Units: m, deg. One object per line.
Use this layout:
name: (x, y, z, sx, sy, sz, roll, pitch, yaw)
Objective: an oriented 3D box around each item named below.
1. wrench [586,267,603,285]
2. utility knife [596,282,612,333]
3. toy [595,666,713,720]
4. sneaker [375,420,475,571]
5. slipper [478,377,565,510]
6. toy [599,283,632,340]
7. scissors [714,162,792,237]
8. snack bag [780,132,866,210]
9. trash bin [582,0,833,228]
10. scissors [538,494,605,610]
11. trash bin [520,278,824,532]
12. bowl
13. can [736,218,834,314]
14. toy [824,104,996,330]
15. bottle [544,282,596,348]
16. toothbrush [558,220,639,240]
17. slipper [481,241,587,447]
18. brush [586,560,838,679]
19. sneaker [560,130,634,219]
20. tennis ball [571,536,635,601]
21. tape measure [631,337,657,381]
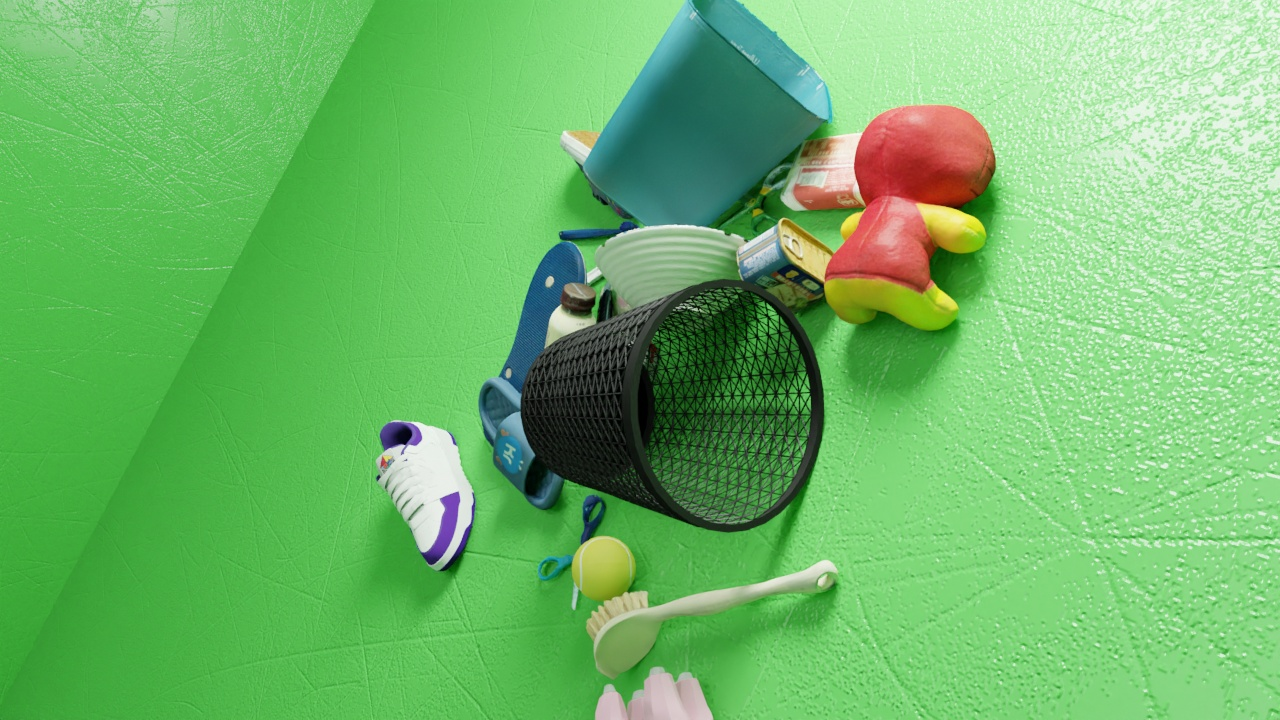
wrench: (-0.047, -0.122, 1.216, 0.274, 0.009, 0.047, -30, 46, 34)
utility knife: (-0.046, -0.011, 1.094, 0.029, 0.020, 0.174, -2, 82, 60)
toy: (0.009, 0.356, 0.791, 0.124, 0.067, 0.157, -30, 50, 32)
sneaker: (-0.300, 0.168, 1.235, 0.092, 0.111, 0.244, -46, 39, 18)
slipper: (-0.155, 0.102, 1.124, 0.213, 0.059, 0.104, 46, 129, 41)
toy: (-0.018, -0.072, 1.121, 0.087, 0.050, 0.112, 9, 69, 52)
scissors: (0.134, -0.183, 1.043, 0.128, 0.011, 0.125, -51, 37, 9)
snack bag: (0.205, -0.195, 0.948, 0.116, 0.036, 0.077, 8, 72, 52)
trash bin: (0.065, -0.266, 1.019, 0.219, 0.196, 0.198, -46, 15, 29)
scissors: (-0.069, 0.211, 1.019, 0.128, 0.014, 0.132, -12, 57, 45)
trash bin: (0.012, 0.044, 0.888, 0.244, 0.216, 0.216, -5, 63, 55)
bowl: (0.039, -0.073, 0.957, 0.178, 0.177, 0.070, -14, 68, 44)
can: (0.145, -0.090, 0.895, 0.059, 0.099, 0.053, -29, 50, 37)
toy: (0.240, -0.137, 0.825, 0.148, 0.098, 0.216, 9, 78, 42)
bottle: (-0.087, -0.013, 1.098, 0.056, 0.056, 0.162, -124, 42, -50)
toothbrush: (-0.061, -0.177, 1.254, 0.190, 0.017, 0.016, 7, 67, 55)
slipper: (-0.124, -0.009, 1.196, 0.118, 0.060, 0.295, 44, 115, 47)
brush: (0.058, 0.226, 0.836, 0.273, 0.062, 0.077, -27, 52, 31)
sneaker: (-0.055, -0.261, 1.267, 0.235, 0.087, 0.079, -129, 41, -55)
tennis ball: (-0.038, 0.213, 0.938, 0.065, 0.065, 0.065, -28, 47, 35)
tape measure: (-0.006, 0.006, 1.075, 0.060, 0.020, 0.062, -24, 50, 39)
